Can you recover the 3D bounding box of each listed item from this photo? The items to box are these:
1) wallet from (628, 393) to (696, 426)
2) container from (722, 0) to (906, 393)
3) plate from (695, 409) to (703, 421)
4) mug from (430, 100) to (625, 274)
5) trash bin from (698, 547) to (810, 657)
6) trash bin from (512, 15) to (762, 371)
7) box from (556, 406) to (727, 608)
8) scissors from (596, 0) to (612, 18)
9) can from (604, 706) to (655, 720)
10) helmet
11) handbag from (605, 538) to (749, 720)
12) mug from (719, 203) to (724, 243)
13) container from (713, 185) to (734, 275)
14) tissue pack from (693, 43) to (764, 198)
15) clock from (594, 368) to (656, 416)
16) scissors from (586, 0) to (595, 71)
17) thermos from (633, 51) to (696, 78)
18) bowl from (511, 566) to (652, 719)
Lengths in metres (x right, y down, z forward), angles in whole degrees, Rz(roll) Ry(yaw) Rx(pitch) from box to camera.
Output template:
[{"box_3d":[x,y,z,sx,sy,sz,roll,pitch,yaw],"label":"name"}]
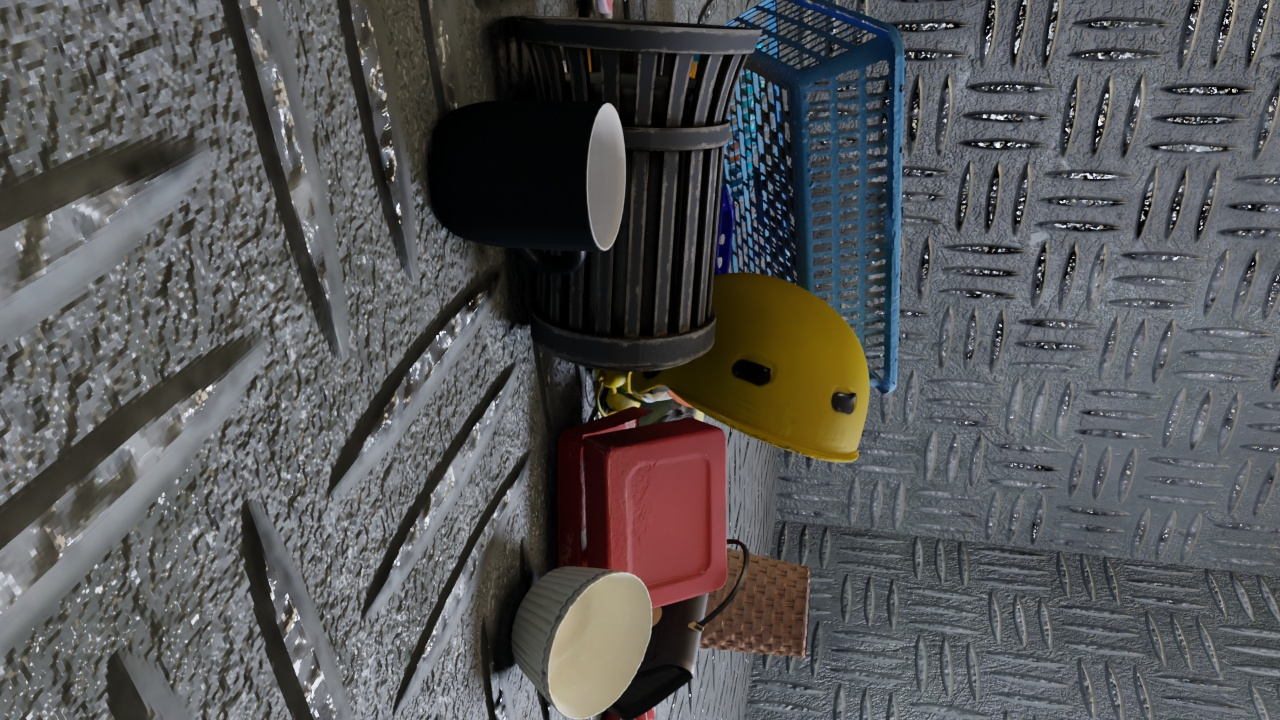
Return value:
[{"box_3d":[0.028,0.024,0.980,0.101,0.054,0.131,-36,-148,46],"label":"wallet"},{"box_3d":[0.156,-0.162,0.916,0.257,0.089,0.363,-121,-162,-56],"label":"container"},{"box_3d":[0.054,0.076,1.254,0.184,0.036,0.184,6,89,-77],"label":"plate"},{"box_3d":[-0.062,-0.097,0.553,0.122,0.094,0.085,78,21,-51],"label":"mug"},{"box_3d":[0.118,0.317,1.227,0.151,0.210,0.151,4,89,-77],"label":"trash bin"},{"box_3d":[-0.008,-0.120,0.654,0.164,0.164,0.228,-56,151,-65],"label":"trash bin"},{"box_3d":[0.002,0.133,0.805,0.136,0.127,0.157,-16,112,-48],"label":"box"},{"box_3d":[-0.027,-0.304,0.775,0.179,0.016,0.101,78,10,-66],"label":"scissors"},{"box_3d":[-0.016,0.416,1.024,0.096,0.054,0.054,-72,162,-45],"label":"can"},{"box_3d":[0.107,-0.004,0.792,0.240,0.209,0.139,-164,-88,-77],"label":"helmet"},{"box_3d":[0.037,0.231,0.889,0.196,0.072,0.175,-38,-155,41],"label":"handbag"},{"box_3d":[0.045,-0.141,1.012,0.123,0.096,0.110,75,19,-63],"label":"mug"},{"box_3d":[0.027,-0.121,0.892,0.084,0.114,0.085,50,46,-72],"label":"container"},{"box_3d":[0.081,-0.282,1.072,0.066,0.117,0.209,50,45,-64],"label":"tissue pack"},{"box_3d":[-0.005,0.005,0.897,0.118,0.057,0.083,-55,147,-26],"label":"clock"},{"box_3d":[-0.041,-0.251,0.777,0.114,0.016,0.229,18,75,-78],"label":"scissors"},{"box_3d":[0.036,-0.252,0.910,0.232,0.091,0.076,28,71,-80],"label":"thermos"},{"box_3d":[-0.051,0.211,0.717,0.115,0.063,0.115,-16,112,-46],"label":"bowl"}]
